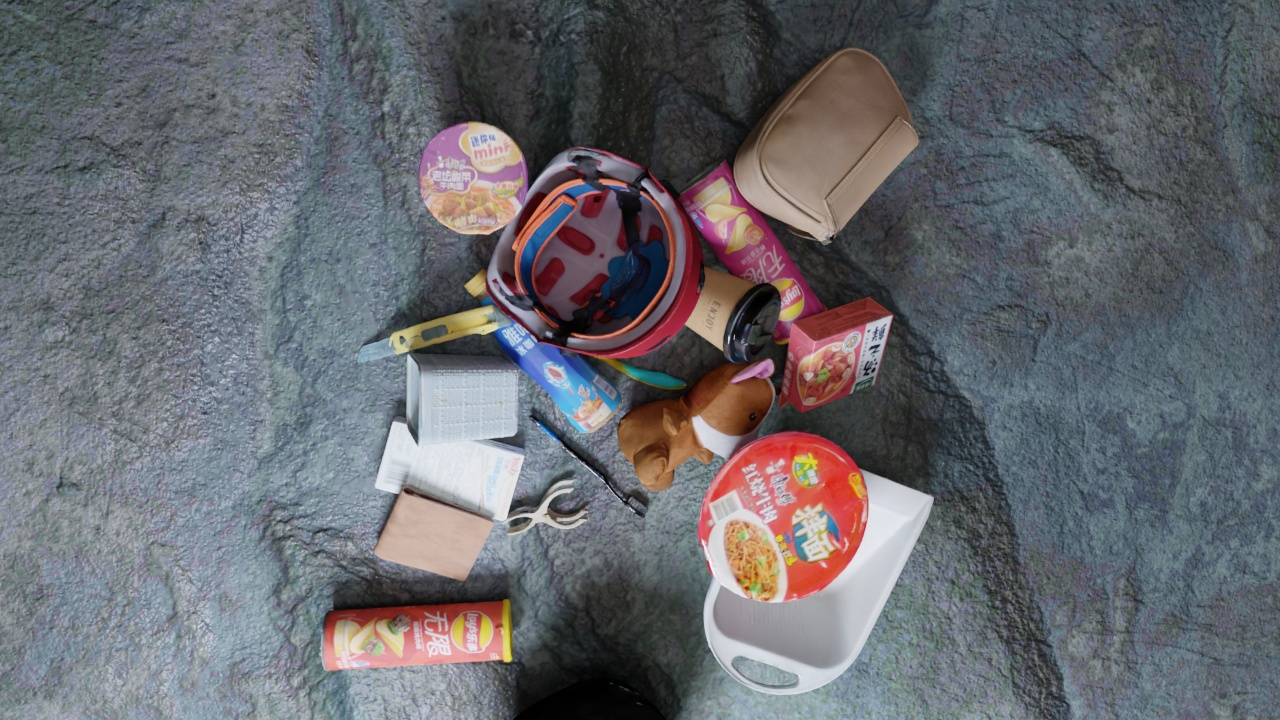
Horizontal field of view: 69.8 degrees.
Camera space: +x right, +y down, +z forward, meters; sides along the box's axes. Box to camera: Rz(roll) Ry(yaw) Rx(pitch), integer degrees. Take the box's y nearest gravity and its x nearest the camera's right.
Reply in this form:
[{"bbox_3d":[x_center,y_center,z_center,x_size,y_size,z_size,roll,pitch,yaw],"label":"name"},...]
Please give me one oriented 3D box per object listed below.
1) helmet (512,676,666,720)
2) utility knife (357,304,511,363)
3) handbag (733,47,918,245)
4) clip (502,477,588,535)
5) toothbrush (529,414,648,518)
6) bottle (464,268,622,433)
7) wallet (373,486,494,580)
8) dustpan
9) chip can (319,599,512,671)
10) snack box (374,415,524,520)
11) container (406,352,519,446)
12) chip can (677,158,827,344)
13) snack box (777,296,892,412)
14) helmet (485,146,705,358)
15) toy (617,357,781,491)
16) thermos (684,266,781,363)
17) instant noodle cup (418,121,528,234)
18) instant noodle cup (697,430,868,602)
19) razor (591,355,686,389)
[{"bbox_3d":[-0.070,0.503,1.066,0.275,0.230,0.233,-33,95,11],"label":"helmet"},{"bbox_3d":[-0.232,-0.028,1.015,0.197,0.020,0.031,-14,88,22],"label":"utility knife"},{"bbox_3d":[0.200,-0.232,1.001,0.148,0.100,0.204,45,76,-9],"label":"handbag"},{"bbox_3d":[-0.104,0.189,1.093,0.103,0.035,0.092,-44,102,8],"label":"clip"},{"bbox_3d":[-0.060,0.125,1.095,0.189,0.014,0.016,43,93,-12],"label":"toothbrush"},{"bbox_3d":[-0.113,-0.013,1.032,0.065,0.065,0.218,-42,103,3],"label":"bottle"},{"bbox_3d":[-0.242,0.205,1.073,0.115,0.020,0.101,23,116,-16],"label":"wallet"},{"bbox_3d":[0.193,0.256,1.068,0.222,0.142,0.258,21,123,-11],"label":"dustpan"},{"bbox_3d":[-0.260,0.323,1.084,0.216,0.073,0.073,-1,102,-6],"label":"chip can"},{"bbox_3d":[-0.221,0.126,1.069,0.156,0.027,0.085,16,99,-10],"label":"snack box"},{"bbox_3d":[-0.196,0.041,1.015,0.111,0.090,0.090,-1,102,-22],"label":"container"},{"bbox_3d":[0.126,-0.121,1.035,0.071,0.071,0.210,-36,103,1],"label":"chip can"},{"bbox_3d":[0.220,0.003,1.042,0.113,0.044,0.127,-19,133,-24],"label":"snack box"},{"bbox_3d":[-0.024,-0.095,0.962,0.240,0.143,0.207,35,98,29],"label":"helmet"},{"bbox_3d":[0.075,0.073,1.047,0.199,0.140,0.130,-35,77,-3],"label":"toy"},{"bbox_3d":[0.084,-0.060,1.006,0.143,0.093,0.093,30,99,32],"label":"thermos"},{"bbox_3d":[-0.174,-0.193,0.970,0.111,0.099,0.111,-2,102,-8],"label":"instant noodle cup"},{"bbox_3d":[0.148,0.163,1.005,0.193,0.066,0.194,-3,102,-13],"label":"instant noodle cup"},{"bbox_3d":[-0.006,0.006,1.068,0.132,0.043,0.028,25,116,-17],"label":"razor"}]
